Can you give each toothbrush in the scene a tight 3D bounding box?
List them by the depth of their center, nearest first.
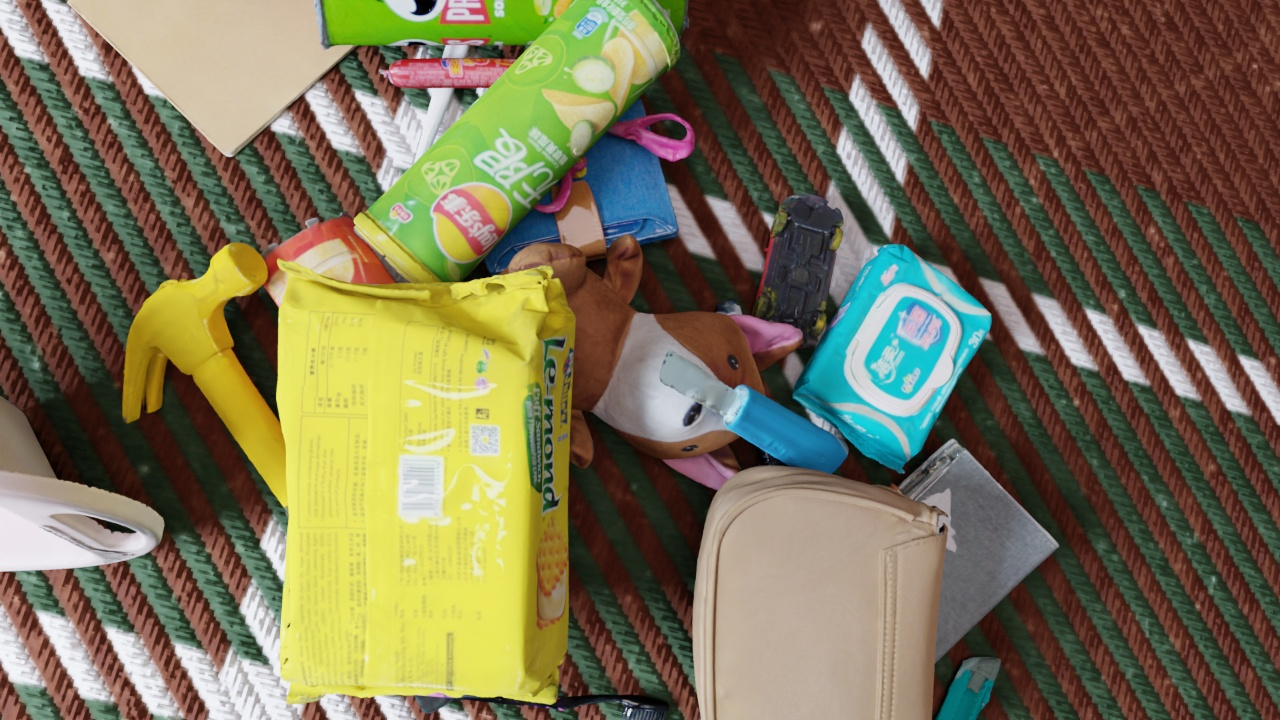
[{"bbox_3d":[-0.069,0.211,0.565,0.189,0.014,0.018,12,90,-20],"label":"toothbrush"},{"bbox_3d":[-0.141,-0.154,0.618,0.016,0.016,0.180,17,79,-10],"label":"toothbrush"}]

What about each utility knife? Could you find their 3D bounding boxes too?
[{"bbox_3d":[0.071,0.035,0.547,0.018,0.218,0.034,39,96,39],"label":"utility knife"},{"bbox_3d":[0.197,0.276,0.612,0.029,0.013,0.176,28,81,-2],"label":"utility knife"}]

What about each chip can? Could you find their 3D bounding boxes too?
[{"bbox_3d":[-0.070,-0.135,0.549,0.072,0.072,0.221,43,85,-1],"label":"chip can"},{"bbox_3d":[-0.149,0.015,0.569,0.073,0.073,0.216,-36,88,-10],"label":"chip can"},{"bbox_3d":[-0.088,-0.241,0.596,0.236,0.072,0.072,-5,84,-13],"label":"chip can"}]

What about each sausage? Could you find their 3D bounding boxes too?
[{"bbox_3d":[-0.095,-0.193,0.617,0.155,0.020,0.020,-4,84,-16],"label":"sausage"}]

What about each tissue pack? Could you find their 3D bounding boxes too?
[{"bbox_3d":[0.169,-0.001,0.621,0.093,0.050,0.133,32,81,-4],"label":"tissue pack"}]

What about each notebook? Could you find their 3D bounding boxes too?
[{"bbox_3d":[-0.252,-0.256,0.618,0.148,0.008,0.207,44,80,-1],"label":"notebook"}]

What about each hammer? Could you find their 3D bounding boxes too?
[{"bbox_3d":[-0.203,0.084,0.555,0.129,0.032,0.301,-32,95,19],"label":"hammer"}]

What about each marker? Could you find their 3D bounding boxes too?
[{"bbox_3d":[0.077,0.022,0.624,0.022,0.018,0.130,-13,85,-34],"label":"marker"}]

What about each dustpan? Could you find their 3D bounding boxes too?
[{"bbox_3d":[-0.402,0.086,0.453,0.273,0.223,0.139,-27,76,-17],"label":"dustpan"}]

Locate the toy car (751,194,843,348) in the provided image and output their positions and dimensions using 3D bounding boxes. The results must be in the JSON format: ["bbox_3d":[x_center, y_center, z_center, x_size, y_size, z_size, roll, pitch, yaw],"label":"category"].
[{"bbox_3d":[0.108,-0.062,0.630,0.049,0.031,0.106,14,83,-6],"label":"toy car"}]

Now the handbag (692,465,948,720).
[{"bbox_3d":[0.105,0.165,0.562,0.148,0.099,0.204,1,100,1],"label":"handbag"}]

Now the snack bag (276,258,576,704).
[{"bbox_3d":[-0.117,0.071,0.492,0.158,0.068,0.246,2,98,3],"label":"snack bag"}]

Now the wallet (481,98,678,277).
[{"bbox_3d":[-0.050,-0.116,0.614,0.133,0.040,0.106,-14,81,-8],"label":"wallet"}]

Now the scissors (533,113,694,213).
[{"bbox_3d":[-0.030,-0.149,0.598,0.134,0.017,0.133,14,69,7],"label":"scissors"}]

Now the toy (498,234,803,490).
[{"bbox_3d":[-0.003,0.003,0.564,0.199,0.130,0.140,23,101,-20],"label":"toy"}]

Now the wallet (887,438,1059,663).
[{"bbox_3d":[0.195,0.130,0.615,0.130,0.037,0.106,-44,90,2],"label":"wallet"}]
